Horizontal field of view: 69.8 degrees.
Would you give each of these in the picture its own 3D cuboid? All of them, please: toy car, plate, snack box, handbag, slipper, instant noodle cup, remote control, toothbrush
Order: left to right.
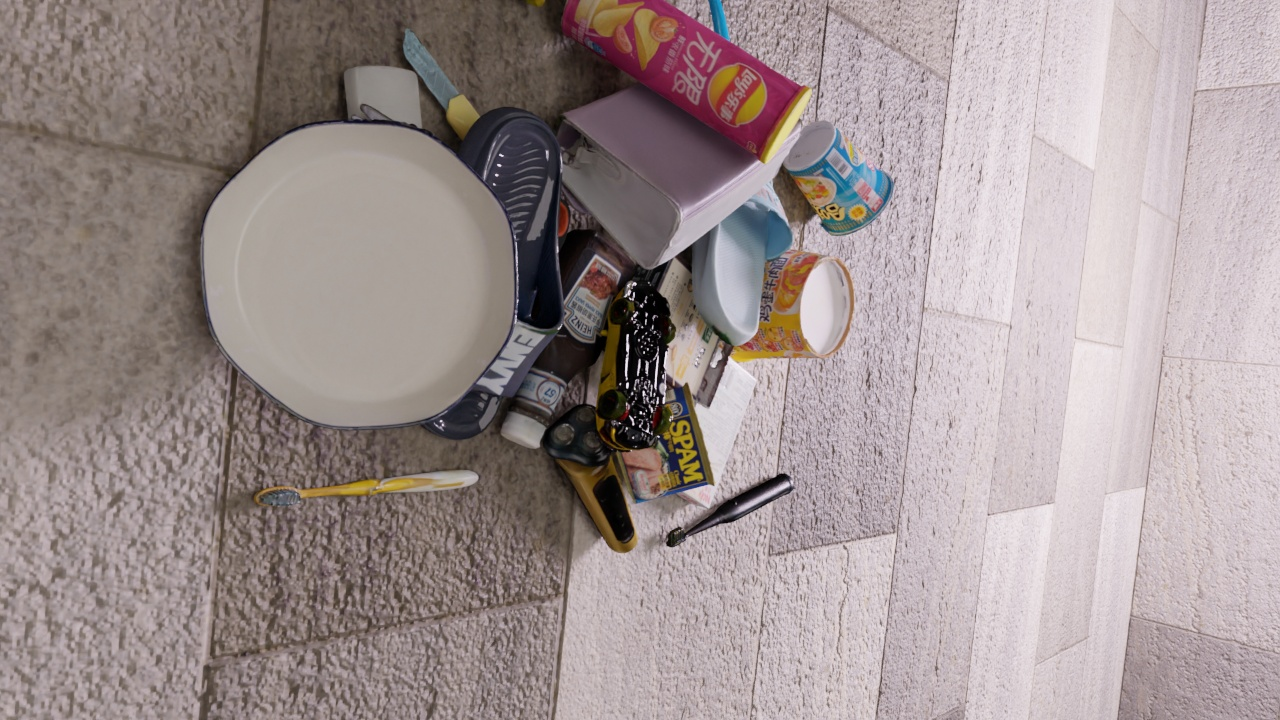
[{"bbox_3d":[-0.185,-0.056,0.622,0.204,0.045,0.205,-1,92,-17],"label":"plate"},{"bbox_3d":[-0.200,0.098,0.704,0.191,0.018,0.016,2,96,-47],"label":"toothbrush"},{"bbox_3d":[-0.186,-0.139,0.680,0.058,0.021,0.150,-17,109,-53],"label":"remote control"},{"bbox_3d":[-0.110,-0.056,0.704,0.110,0.083,0.268,4,107,-47],"label":"slipper"},{"bbox_3d":[-0.005,0.005,0.816,0.071,0.041,0.155,22,67,-42],"label":"toy car"},{"bbox_3d":[0.030,-0.188,0.830,0.145,0.099,0.196,45,53,7],"label":"handbag"},{"bbox_3d":[0.035,-0.030,0.911,0.125,0.053,0.113,39,68,-43],"label":"snack box"},{"bbox_3d":[0.070,0.071,0.982,0.084,0.027,0.156,38,68,-43],"label":"snack box"},{"bbox_3d":[0.102,0.168,1.031,0.212,0.026,0.027,-16,119,-44],"label":"toothbrush"},{"bbox_3d":[0.105,-0.126,0.917,0.104,0.074,0.244,38,46,-36],"label":"slipper"},{"bbox_3d":[0.158,-0.061,0.996,0.137,0.110,0.138,-10,104,-45],"label":"instant noodle cup"},{"bbox_3d":[0.222,-0.215,1.060,0.110,0.099,0.099,39,68,-35],"label":"instant noodle cup"}]

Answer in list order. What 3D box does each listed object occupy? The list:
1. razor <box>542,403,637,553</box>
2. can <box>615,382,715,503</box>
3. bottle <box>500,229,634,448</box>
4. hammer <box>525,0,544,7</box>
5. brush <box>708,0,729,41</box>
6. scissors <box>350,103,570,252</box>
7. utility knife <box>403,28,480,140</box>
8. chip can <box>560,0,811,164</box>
[{"bbox_3d":[-0.037,0.117,0.852,0.062,0.068,0.167,-40,130,-26],"label":"razor"},{"bbox_3d":[0.020,0.081,0.881,0.083,0.057,0.102,-16,113,2],"label":"can"},{"bbox_3d":[-0.069,-0.018,0.810,0.080,0.044,0.194,36,71,-43],"label":"bottle"},{"bbox_3d":[-0.015,-0.430,0.799,0.126,0.032,0.322,43,68,-19],"label":"hammer"},{"bbox_3d":[0.075,-0.354,0.905,0.083,0.046,0.255,-13,99,-47],"label":"brush"},{"bbox_3d":[-0.130,-0.143,0.718,0.141,0.022,0.235,-47,138,-21],"label":"scissors"},{"bbox_3d":[-0.125,-0.176,0.743,0.030,0.022,0.211,-60,139,-24],"label":"utility knife"},{"bbox_3d":[0.037,-0.252,0.774,0.071,0.210,0.071,-55,175,-8],"label":"chip can"}]
